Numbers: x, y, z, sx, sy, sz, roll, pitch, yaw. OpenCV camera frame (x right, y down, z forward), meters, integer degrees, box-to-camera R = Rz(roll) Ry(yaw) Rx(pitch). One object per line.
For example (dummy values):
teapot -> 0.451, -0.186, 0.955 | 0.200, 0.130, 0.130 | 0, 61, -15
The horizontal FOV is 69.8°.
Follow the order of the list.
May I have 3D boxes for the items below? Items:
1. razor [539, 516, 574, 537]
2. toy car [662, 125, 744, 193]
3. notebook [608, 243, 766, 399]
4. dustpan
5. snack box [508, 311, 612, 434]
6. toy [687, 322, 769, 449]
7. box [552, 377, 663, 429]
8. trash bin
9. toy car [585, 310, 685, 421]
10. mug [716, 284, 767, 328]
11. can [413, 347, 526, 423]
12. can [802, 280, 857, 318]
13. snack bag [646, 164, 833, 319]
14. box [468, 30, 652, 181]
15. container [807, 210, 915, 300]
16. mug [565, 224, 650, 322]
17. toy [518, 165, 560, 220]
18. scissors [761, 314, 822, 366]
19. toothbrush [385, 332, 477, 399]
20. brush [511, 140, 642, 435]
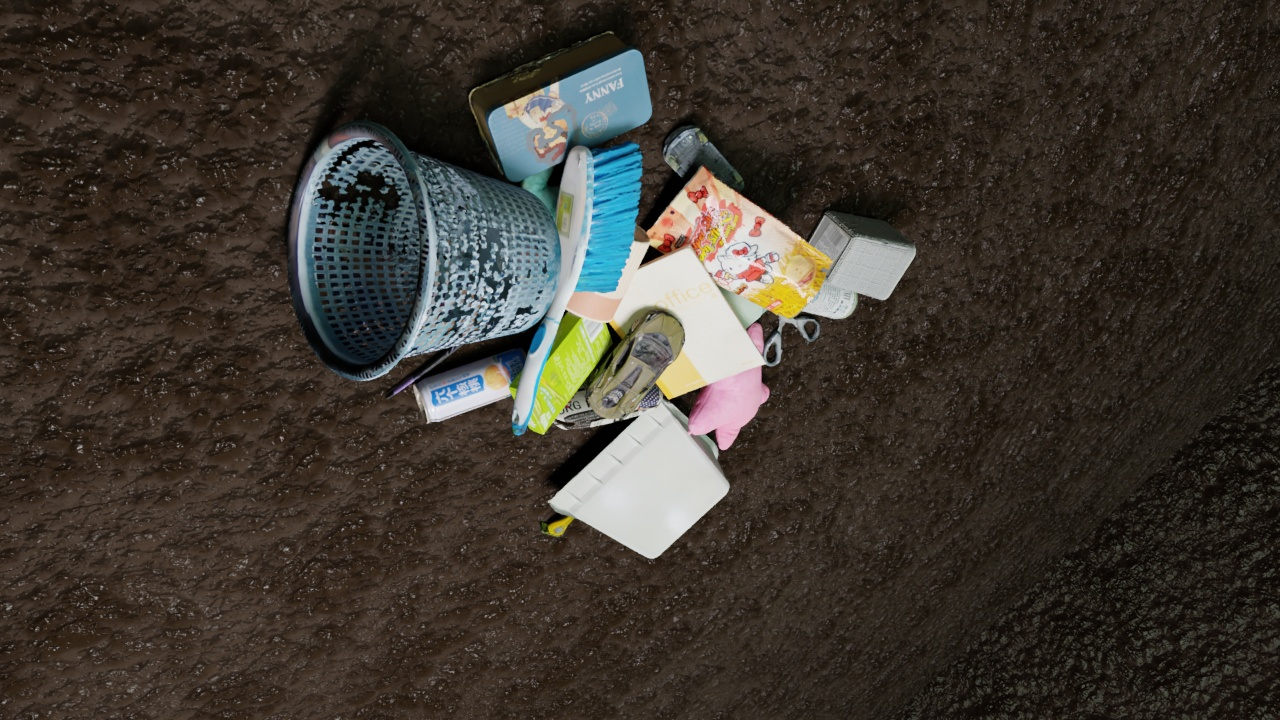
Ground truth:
razor -> -0.093, 0.208, 1.350 | 0.043, 0.028, 0.133 | 28, 106, -43
toy car -> 0.072, -0.223, 1.061 | 0.054, 0.036, 0.120 | -41, 131, 11
notebook -> 0.048, -0.042, 1.144 | 0.146, 0.010, 0.206 | -22, 127, 22
dustpan -> 0.013, 0.175, 1.377 | 0.223, 0.142, 0.257 | -43, 117, 5
snack box -> -0.094, 0.004, 1.106 | 0.156, 0.026, 0.086 | -55, 147, -26
toy -> 0.123, 0.040, 1.298 | 0.178, 0.075, 0.195 | -45, 142, -28
box -> -0.048, 0.054, 1.210 | 0.164, 0.070, 0.056 | -10, 156, -24
trash bin -> -0.192, -0.100, 0.874 | 0.194, 0.226, 0.227 | -5, 131, -49
toy car -> -0.007, 0.007, 1.140 | 0.070, 0.042, 0.158 | 32, 109, -17
mug -> 0.114, -0.092, 1.182 | 0.106, 0.082, 0.112 | -40, 121, 4
can -> -0.197, 0.029, 1.088 | 0.134, 0.053, 0.053 | -20, 136, -20
can -> 0.232, -0.095, 1.264 | 0.146, 0.058, 0.058 | 10, 121, -38
snack bag -> 0.117, -0.133, 1.089 | 0.207, 0.073, 0.129 | 29, 132, -20
box -> -0.073, -0.255, 0.911 | 0.184, 0.060, 0.090 | -28, 139, -9
container -> 0.292, -0.146, 1.250 | 0.114, 0.090, 0.090 | 7, 122, -35
mug -> -0.057, -0.110, 1.036 | 0.114, 0.081, 0.106 | 4, 123, -46
toy -> -0.098, -0.179, 0.987 | 0.091, 0.030, 0.097 | 8, 116, -43
scissors -> 0.210, -0.061, 1.325 | 0.159, 0.014, 0.178 | 1, 125, -36
toothbrush -> -0.221, -0.014, 1.063 | 0.189, 0.014, 0.017 | -36, 132, -1
brush -> -0.071, -0.072, 0.954 | 0.109, 0.060, 0.315 | -10, 118, -40
